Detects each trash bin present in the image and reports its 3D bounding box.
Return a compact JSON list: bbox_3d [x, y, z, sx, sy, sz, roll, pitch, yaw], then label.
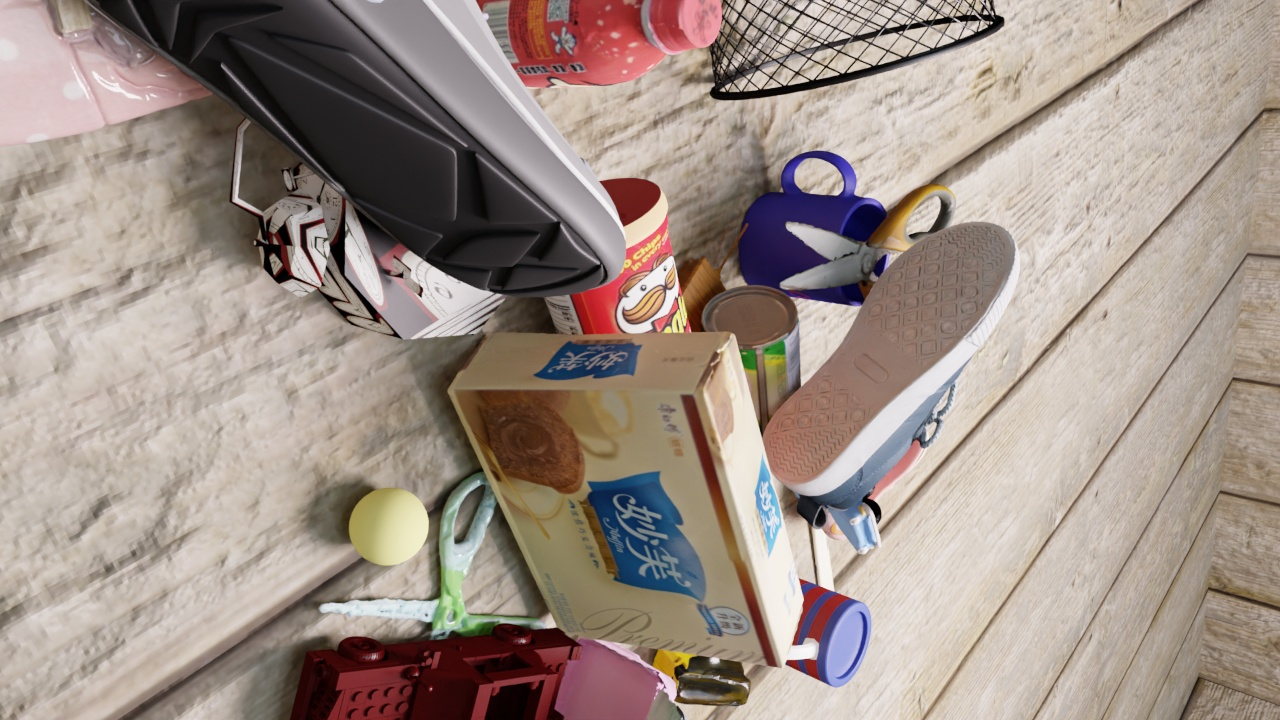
[{"bbox_3d":[0.108,-0.287,0.550,0.183,0.184,0.210,-34,118,-38],"label":"trash bin"}]

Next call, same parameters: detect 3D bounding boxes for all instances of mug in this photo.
[{"bbox_3d":[0.137,0.234,0.787,0.111,0.076,0.075,0,100,-48],"label":"mug"},{"bbox_3d":[0.130,-0.100,0.684,0.079,0.084,0.111,-23,116,-43],"label":"mug"}]

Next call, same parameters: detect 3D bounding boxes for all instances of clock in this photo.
[{"bbox_3d":[-0.116,-0.072,0.433,0.154,0.065,0.114,26,80,-49],"label":"clock"}]

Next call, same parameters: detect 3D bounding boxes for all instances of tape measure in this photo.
[{"bbox_3d":[0.043,0.230,0.690,0.065,0.064,0.037,13,100,-20],"label":"tape measure"}]

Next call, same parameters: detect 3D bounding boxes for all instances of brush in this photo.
[{"bbox_3d":[0.040,-0.046,0.649,0.126,0.017,0.048,-58,136,-20],"label":"brush"},{"bbox_3d":[0.167,0.162,0.852,0.033,0.012,0.218,-36,127,-37],"label":"brush"}]

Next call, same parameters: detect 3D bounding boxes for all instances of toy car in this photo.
[{"bbox_3d":[0.137,0.082,0.710,0.055,0.153,0.056,-26,137,1],"label":"toy car"},{"bbox_3d":[-0.101,0.190,0.506,0.169,0.062,0.070,11,94,-46],"label":"toy car"}]

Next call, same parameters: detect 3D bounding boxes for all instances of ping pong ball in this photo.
[{"bbox_3d":[-0.131,0.086,0.477,0.040,0.040,0.040,-15,111,-45],"label":"ping pong ball"}]

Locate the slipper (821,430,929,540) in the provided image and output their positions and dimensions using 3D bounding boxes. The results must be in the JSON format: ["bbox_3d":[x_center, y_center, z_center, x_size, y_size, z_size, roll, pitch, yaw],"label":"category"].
[{"bbox_3d":[0.216,0.071,0.819,0.093,0.082,0.197,47,58,-46],"label":"slipper"}]

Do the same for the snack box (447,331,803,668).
[{"bbox_3d":[-0.002,0.082,0.528,0.055,0.153,0.207,-58,139,-46],"label":"snack box"}]

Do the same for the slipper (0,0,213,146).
[{"bbox_3d":[-0.188,-0.153,0.339,0.273,0.054,0.114,-35,124,-38],"label":"slipper"}]

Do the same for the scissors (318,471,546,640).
[{"bbox_3d":[-0.114,0.147,0.536,0.171,0.021,0.173,27,85,-51],"label":"scissors"}]

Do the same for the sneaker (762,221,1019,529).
[{"bbox_3d":[0.180,0.012,0.630,0.235,0.089,0.087,-49,133,1],"label":"sneaker"}]

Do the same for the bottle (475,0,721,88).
[{"bbox_3d":[-0.022,-0.167,0.457,0.061,0.138,0.062,-17,113,-45],"label":"bottle"}]

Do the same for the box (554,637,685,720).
[{"bbox_3d":[-0.032,0.302,0.562,0.061,0.161,0.230,25,80,-26],"label":"box"}]

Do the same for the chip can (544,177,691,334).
[{"bbox_3d":[-0.003,0.003,0.563,0.086,0.087,0.213,-40,128,-34],"label":"chip can"}]

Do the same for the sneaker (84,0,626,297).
[{"bbox_3d":[-0.084,-0.143,0.360,0.256,0.093,0.160,38,54,-45],"label":"sneaker"}]

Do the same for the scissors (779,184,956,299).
[{"bbox_3d":[0.171,-0.080,0.658,0.225,0.016,0.175,21,85,-46],"label":"scissors"}]

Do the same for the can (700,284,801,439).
[{"bbox_3d":[0.081,0.013,0.656,0.067,0.067,0.121,-44,141,-31],"label":"can"}]
